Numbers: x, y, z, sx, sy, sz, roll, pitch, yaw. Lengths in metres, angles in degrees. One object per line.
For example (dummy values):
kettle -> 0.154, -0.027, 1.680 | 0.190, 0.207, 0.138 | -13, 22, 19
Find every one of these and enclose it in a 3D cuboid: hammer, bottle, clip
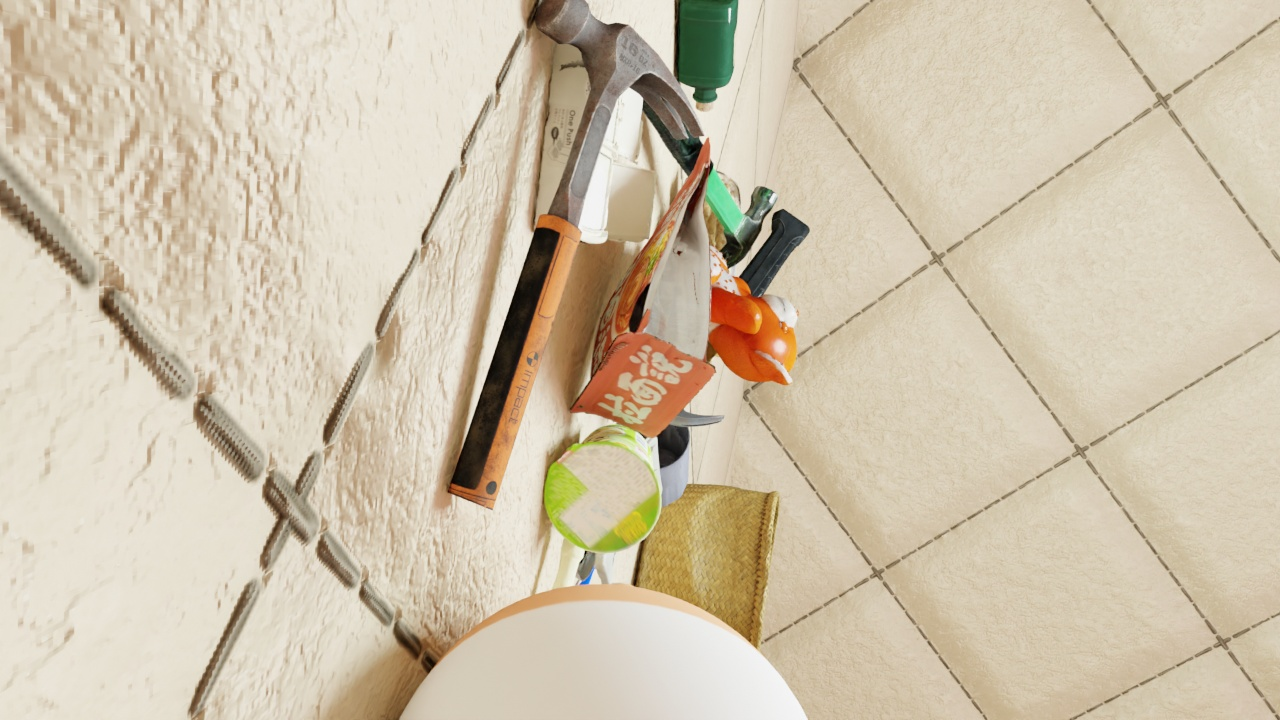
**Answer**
hammer -> 0.102, -0.055, 1.019 | 0.332, 0.118, 0.025 | -52, 176, -32
hammer -> 0.067, -0.197, 0.977 | 0.130, 0.032, 0.318 | -59, 150, -7
bottle -> 0.073, -0.339, 1.013 | 0.061, 0.061, 0.131 | -73, 167, -46
bottle -> -0.076, 0.231, 0.772 | 0.045, 0.045, 0.184 | 76, 25, -64
clip -> -0.035, 0.152, 0.931 | 0.152, 0.096, 0.126 | -50, 151, -26
hammer -> -0.048, -0.058, 0.581 | 0.137, 0.035, 0.314 | 24, 80, -41

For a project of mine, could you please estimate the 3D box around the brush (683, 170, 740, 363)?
brush -> 0.080, -0.115, 1.187 | 0.056, 0.083, 0.272 | -69, 165, -50

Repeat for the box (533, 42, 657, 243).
box -> -0.025, -0.159, 0.696 | 0.183, 0.050, 0.143 | -24, 122, -76

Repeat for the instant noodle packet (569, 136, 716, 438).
instant noodle packet -> 0.020, -0.065, 0.797 | 0.165, 0.084, 0.220 | 125, -18, -60

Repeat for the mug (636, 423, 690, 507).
mug -> 0.011, 0.095, 1.056 | 0.104, 0.084, 0.123 | 84, -8, -57

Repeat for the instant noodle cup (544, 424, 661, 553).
instant noodle cup -> -0.027, 0.104, 0.812 | 0.108, 0.099, 0.099 | -66, 163, -78

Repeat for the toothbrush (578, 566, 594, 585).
toothbrush -> -0.064, 0.241, 0.926 | 0.182, 0.016, 0.018 | -65, 156, -56

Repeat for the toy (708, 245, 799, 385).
toy -> 0.094, -0.050, 0.918 | 0.093, 0.172, 0.163 | -43, -176, 7

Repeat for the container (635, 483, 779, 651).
container -> 0.101, 0.346, 1.405 | 0.306, 0.197, 0.307 | 9, 89, -78

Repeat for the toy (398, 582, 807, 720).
toy -> -0.018, 0.259, 0.535 | 0.280, 0.265, 0.263 | -101, -161, -76
